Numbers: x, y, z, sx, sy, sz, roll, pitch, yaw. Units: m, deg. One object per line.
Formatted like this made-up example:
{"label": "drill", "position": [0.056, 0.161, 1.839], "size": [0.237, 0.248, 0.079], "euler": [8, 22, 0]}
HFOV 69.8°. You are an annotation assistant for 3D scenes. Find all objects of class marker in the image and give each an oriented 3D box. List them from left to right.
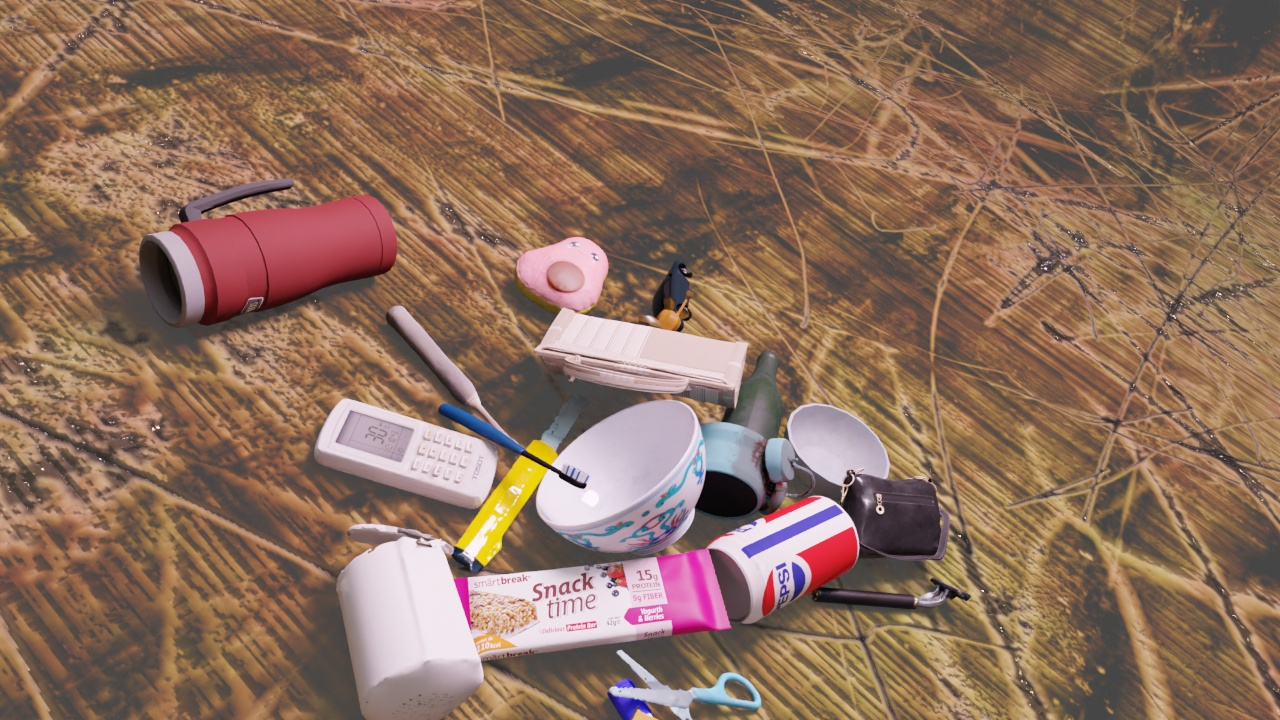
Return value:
{"label": "marker", "position": [0.024, 0.278, 0.614], "size": [0.020, 0.020, 0.141], "euler": [-14, 53, -38]}

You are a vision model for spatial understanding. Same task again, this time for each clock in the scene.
{"label": "clock", "position": [0.087, 0.099, 0.788], "size": [0.124, 0.090, 0.053], "euler": [12, 51, 7]}

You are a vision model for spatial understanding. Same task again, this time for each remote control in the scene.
{"label": "remote control", "position": [-0.183, 0.074, 0.726], "size": [0.138, 0.026, 0.060], "euler": [18, 40, -8]}

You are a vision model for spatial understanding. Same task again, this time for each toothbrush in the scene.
{"label": "toothbrush", "position": [-0.163, 0.017, 0.804], "size": [0.022, 0.024, 0.185], "euler": [-44, 69, -7]}
{"label": "toothbrush", "position": [-0.106, 0.066, 0.738], "size": [0.168, 0.014, 0.014], "euler": [23, 0, 34]}

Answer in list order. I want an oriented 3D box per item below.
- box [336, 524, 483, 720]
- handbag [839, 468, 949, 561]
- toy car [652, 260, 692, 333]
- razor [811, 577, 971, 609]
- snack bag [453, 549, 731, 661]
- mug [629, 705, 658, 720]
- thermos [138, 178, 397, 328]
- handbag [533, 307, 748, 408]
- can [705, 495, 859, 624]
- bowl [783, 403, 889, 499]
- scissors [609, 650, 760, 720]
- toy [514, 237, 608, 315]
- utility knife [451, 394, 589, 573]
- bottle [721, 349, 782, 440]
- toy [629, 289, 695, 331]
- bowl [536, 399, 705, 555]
{"label": "box", "position": [-0.153, 0.159, 0.603], "size": [0.080, 0.089, 0.143], "euler": [14, 34, -43]}
{"label": "handbag", "position": [0.225, 0.138, 0.818], "size": [0.128, 0.054, 0.079], "euler": [7, 78, -29]}
{"label": "toy car", "position": [0.032, -0.062, 0.972], "size": [0.034, 0.046, 0.111], "euler": [20, 41, -14]}
{"label": "razor", "position": [0.213, 0.205, 0.793], "size": [0.144, 0.022, 0.043], "euler": [3, 2, -18]}
{"label": "snack bag", "position": [-0.037, 0.176, 0.667], "size": [0.196, 0.016, 0.070], "euler": [-4, 44, -10]}
{"label": "mug", "position": [0.016, 0.284, 0.541], "size": [0.094, 0.123, 0.100], "euler": [22, -6, 10]}
{"label": "thermos", "position": [-0.320, -0.101, 0.795], "size": [0.198, 0.084, 0.108], "euler": [-24, 95, -45]}
{"label": "handbag", "position": [-0.004, 0.004, 0.764], "size": [0.176, 0.062, 0.197], "euler": [11, 6, 7]}
{"label": "can", "position": [0.113, 0.161, 0.748], "size": [0.131, 0.070, 0.070], "euler": [-15, 54, -38]}
{"label": "bowl", "position": [0.182, 0.093, 0.882], "size": [0.106, 0.039, 0.106], "euler": [14, 41, -13]}
{"label": "scissors", "position": [0.041, 0.240, 0.654], "size": [0.141, 0.015, 0.111], "euler": [44, 34, 3]}
{"label": "toy", "position": [-0.076, -0.090, 0.943], "size": [0.090, 0.051, 0.109], "euler": [30, 39, 4]}
{"label": "utility knife", "position": [-0.091, 0.092, 0.760], "size": [0.030, 0.019, 0.223], "euler": [37, 43, -3]}
{"label": "bottle", "position": [0.113, 0.043, 0.892], "size": [0.055, 0.055, 0.173], "euler": [25, 38, 0]}
{"label": "toy", "position": [0.021, -0.026, 0.897], "size": [0.063, 0.100, 0.076], "euler": [16, -18, 50]}
{"label": "bowl", "position": [-0.002, 0.106, 0.729], "size": [0.074, 0.144, 0.143], "euler": [58, 33, -24]}
